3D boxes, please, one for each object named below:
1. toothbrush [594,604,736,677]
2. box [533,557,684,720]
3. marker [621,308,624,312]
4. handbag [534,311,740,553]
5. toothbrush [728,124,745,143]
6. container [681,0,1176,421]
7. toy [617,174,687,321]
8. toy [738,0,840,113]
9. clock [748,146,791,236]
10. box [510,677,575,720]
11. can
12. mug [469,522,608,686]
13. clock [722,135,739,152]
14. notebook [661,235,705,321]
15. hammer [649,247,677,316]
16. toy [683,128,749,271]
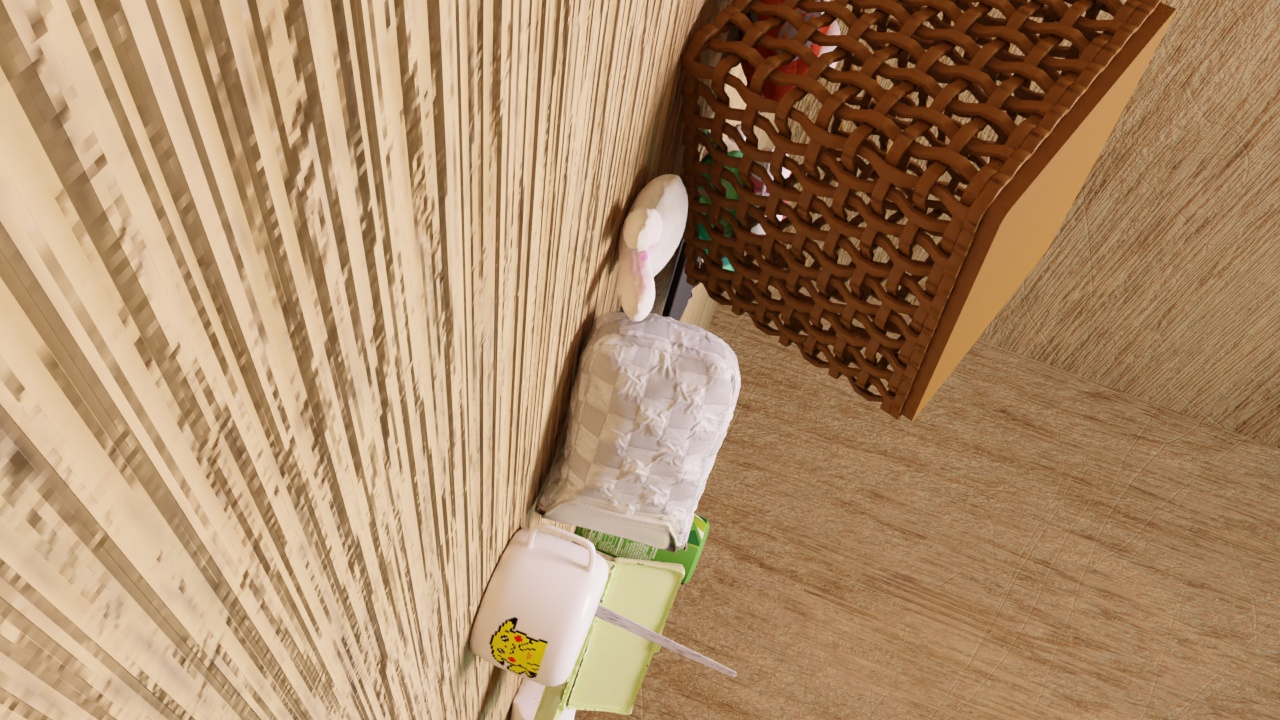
[{"bbox_3d":[-0.011,0.193,0.681,0.010,0.181,0.010,-64,178,-73],"label":"toothbrush"},{"bbox_3d":[-0.041,0.256,0.814,0.133,0.061,0.188,-8,127,-39],"label":"box"},{"bbox_3d":[-0.003,-0.059,0.718,0.013,0.013,0.142,-59,169,-65],"label":"marker"},{"bbox_3d":[0.002,0.039,0.633,0.123,0.112,0.172,-79,-175,-56],"label":"handbag"},{"bbox_3d":[0.095,-0.220,1.074,0.024,0.022,0.185,79,25,-44],"label":"toothbrush"},{"bbox_3d":[0.183,-0.141,0.660,0.219,0.214,0.252,-46,157,-21],"label":"container"},{"bbox_3d":[0.007,-0.081,0.584,0.125,0.037,0.076,-67,171,-57],"label":"toy"},{"bbox_3d":[0.133,-0.291,0.778,0.173,0.093,0.163,99,13,-74],"label":"toy"},{"bbox_3d":[0.124,-0.161,0.917,0.124,0.044,0.087,44,57,-78],"label":"clock"},{"bbox_3d":[-0.129,0.457,1.139,0.081,0.092,0.160,-68,169,-56],"label":"box"},{"bbox_3d":[0.002,0.202,1.090,0.083,0.144,0.083,24,87,-86],"label":"can"},{"bbox_3d":[-0.064,0.159,0.620,0.094,0.068,0.116,-61,170,-61],"label":"mug"},{"bbox_3d":[0.097,-0.198,0.995,0.140,0.054,0.093,-59,168,-53],"label":"clock"},{"bbox_3d":[0.056,-0.107,1.142,0.232,0.019,0.168,106,8,-47],"label":"notebook"},{"bbox_3d":[-0.005,0.005,0.847,0.323,0.040,0.129,103,5,-52],"label":"hammer"},{"bbox_3d":[0.066,-0.138,0.846,0.193,0.072,0.130,65,27,-78],"label":"toy"}]
